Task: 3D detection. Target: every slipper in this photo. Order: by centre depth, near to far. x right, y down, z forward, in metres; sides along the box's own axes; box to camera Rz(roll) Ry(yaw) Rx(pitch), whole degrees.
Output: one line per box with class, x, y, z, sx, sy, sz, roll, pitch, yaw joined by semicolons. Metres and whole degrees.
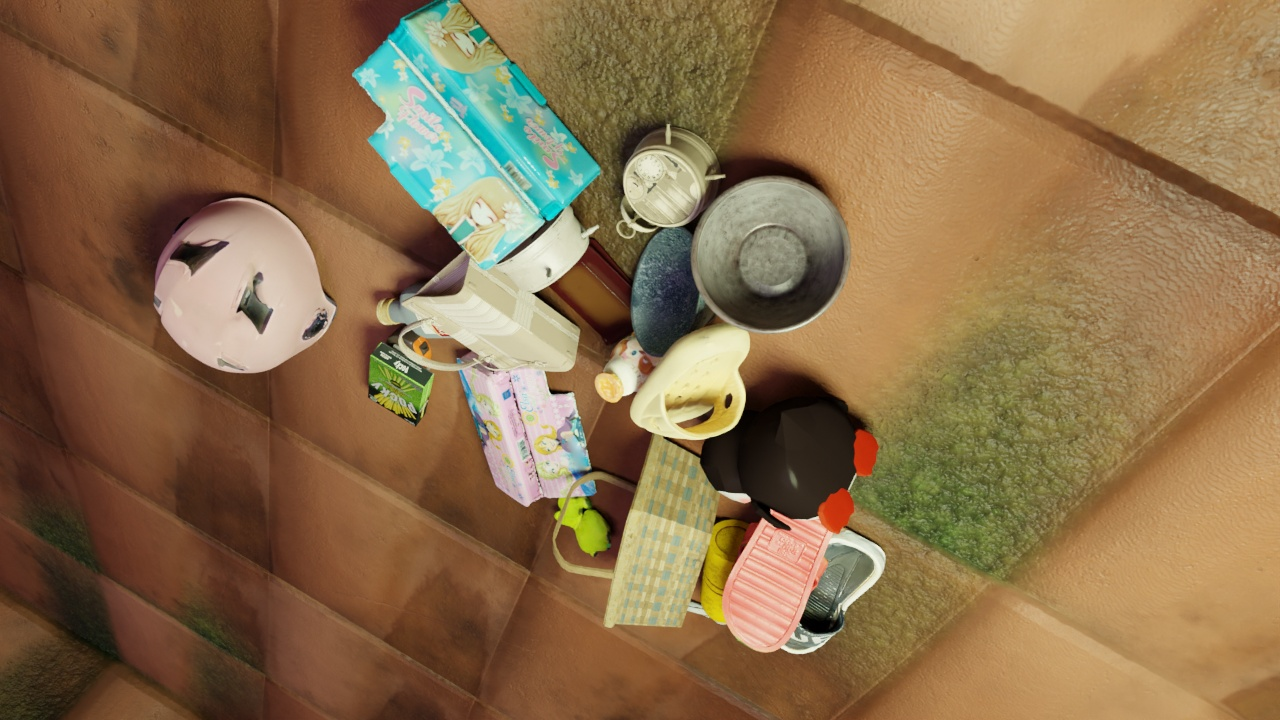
slipper;0.057;0.042;0.960;0.262;0.111;0.079;110;144;-66
slipper;0.173;0.230;1.099;0.103;0.059;0.249;23;103;11
slipper;0.220;0.310;1.175;0.111;0.062;0.265;30;132;5

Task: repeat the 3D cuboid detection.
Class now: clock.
clock;0.017;-0.165;0.907;0.093;0.054;0.141;41;132;-7
clock;-0.112;-0.118;0.999;0.061;0.103;0.157;49;158;-23

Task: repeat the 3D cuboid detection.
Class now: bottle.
bottle;-0.006;0.006;1.017;0.063;0.108;0.063;20;129;27
bottle;-0.261;-0.063;1.149;0.161;0.046;0.072;0;126;29
bottle;0.116;0.289;1.210;0.071;0.070;0.164;17;132;16

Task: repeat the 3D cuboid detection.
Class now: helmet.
helmet;-0.545;-0.090;1.224;0.230;0.152;0.256;45;128;-6

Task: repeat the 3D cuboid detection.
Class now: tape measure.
tape measure;-0.310;-0.014;1.222;0.058;0.038;0.059;26;134;8

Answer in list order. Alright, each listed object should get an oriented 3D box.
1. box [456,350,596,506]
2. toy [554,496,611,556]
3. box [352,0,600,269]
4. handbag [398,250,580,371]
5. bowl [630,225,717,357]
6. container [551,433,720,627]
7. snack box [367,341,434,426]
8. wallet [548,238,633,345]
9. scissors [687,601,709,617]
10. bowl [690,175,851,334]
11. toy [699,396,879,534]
box;-0.155;0.100;1.215;0.161;0.062;0.231;8;129;24
toy;-0.079;0.232;1.296;0.093;0.036;0.094;25;127;17
box;-0.162;-0.224;0.890;0.227;0.170;0.085;49;166;-13
handbag;-0.204;-0.032;1.077;0.198;0.062;0.175;-18;141;35
bowl;0.048;-0.068;0.953;0.057;0.137;0.137;7;144;-30
container;-0.012;0.218;1.169;0.186;0.157;0.251;15;132;4
snack box;-0.328;0.035;1.250;0.080;0.025;0.148;32;151;-2
wallet;-0.046;-0.074;1.043;0.115;0.018;0.092;47;133;-15
scissors;0.120;0.372;1.312;0.162;0.014;0.118;-14;117;33
bowl;0.124;-0.096;0.870;0.145;0.067;0.145;0;91;11
toy;0.135;0.099;1.001;0.140;0.158;0.184;45;153;-27
